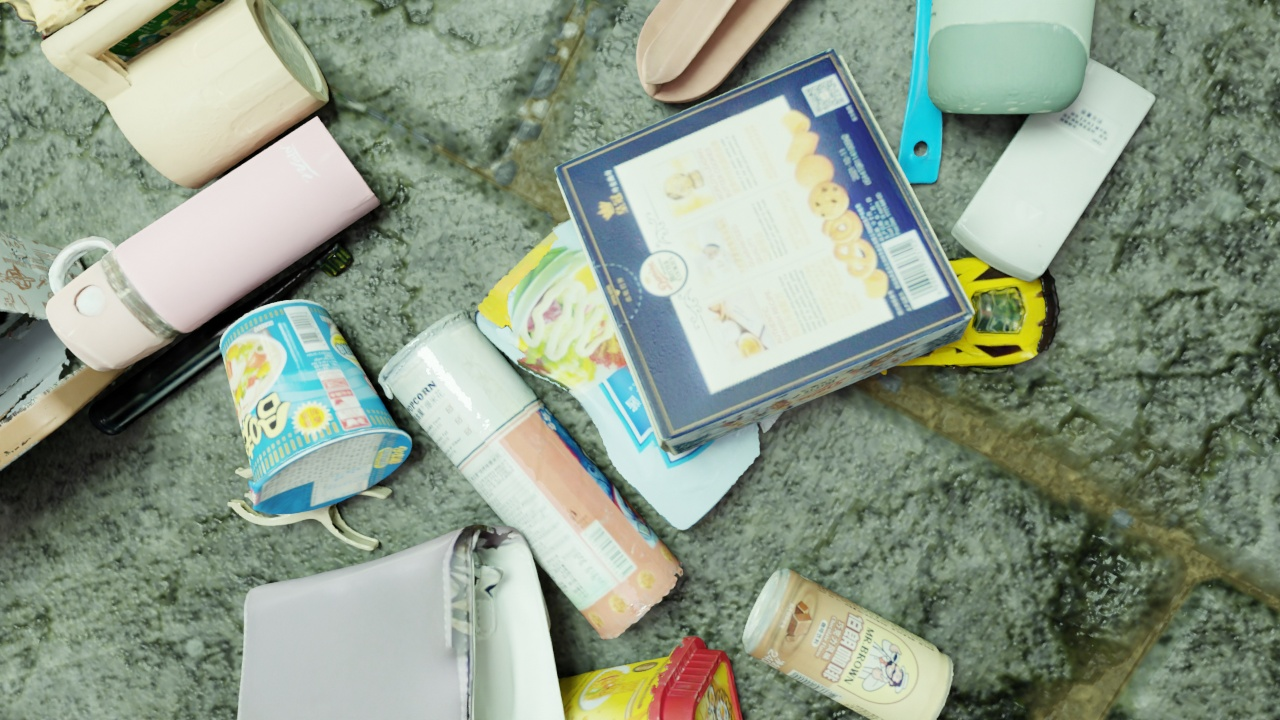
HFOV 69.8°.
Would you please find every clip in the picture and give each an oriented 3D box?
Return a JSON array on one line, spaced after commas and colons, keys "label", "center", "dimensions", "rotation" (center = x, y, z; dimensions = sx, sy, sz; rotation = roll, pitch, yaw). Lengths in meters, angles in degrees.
[{"label": "clip", "center": [-0.219, 0.085, 0.615], "dimensions": [0.103, 0.034, 0.076], "rotation": [5, 95, 2]}]

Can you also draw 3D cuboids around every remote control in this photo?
[{"label": "remote control", "center": [0.237, -0.111, 0.529], "dimensions": [0.056, 0.019, 0.135], "rotation": [34, 82, 9]}]

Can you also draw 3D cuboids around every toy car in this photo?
[{"label": "toy car", "center": [0.166, -0.027, 0.552], "dimensions": [0.156, 0.041, 0.071], "rotation": [-1, 94, 9]}]

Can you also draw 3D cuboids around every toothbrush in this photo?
[{"label": "toothbrush", "center": [-0.283, -0.016, 0.619], "dimensions": [0.213, 0.026, 0.027], "rotation": [-33, 124, 7]}]

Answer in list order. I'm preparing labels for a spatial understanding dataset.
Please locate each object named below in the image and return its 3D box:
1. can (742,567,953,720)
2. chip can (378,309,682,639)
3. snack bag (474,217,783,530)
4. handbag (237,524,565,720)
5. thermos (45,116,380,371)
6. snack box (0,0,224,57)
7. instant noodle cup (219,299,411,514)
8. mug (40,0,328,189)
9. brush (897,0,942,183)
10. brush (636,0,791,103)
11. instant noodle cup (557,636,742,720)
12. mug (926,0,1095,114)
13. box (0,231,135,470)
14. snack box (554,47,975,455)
[{"label": "can", "center": [0.125, 0.179, 0.564], "dimensions": [0.116, 0.058, 0.058], "rotation": [27, 97, 5]}, {"label": "chip can", "center": [-0.067, 0.071, 0.574], "dimensions": [0.071, 0.071, 0.214], "rotation": [-41, 88, 8]}, {"label": "snack bag", "center": [-0.003, 0.003, 0.572], "dimensions": [0.191, 0.039, 0.110], "rotation": [44, 71, 4]}, {"label": "handbag", "center": [-0.147, 0.189, 0.551], "dimensions": [0.197, 0.098, 0.144], "rotation": [-21, 70, 28]}, {"label": "thermos", "center": [-0.268, -0.077, 0.570], "dimensions": [0.198, 0.067, 0.087], "rotation": [-35, 77, -5]}, {"label": "snack box", "center": [-0.320, -0.254, 0.564], "dimensions": [0.118, 0.105, 0.117], "rotation": [-25, 87, 7]}, {"label": "instant noodle cup", "center": [-0.210, 0.024, 0.573], "dimensions": [0.099, 0.099, 0.110], "rotation": [-32, 71, 8]}, {"label": "mug", "center": [-0.269, -0.177, 0.558], "dimensions": [0.103, 0.124, 0.084], "rotation": [-29, 61, 7]}, {"label": "brush", "center": [0.167, -0.233, 0.536], "dimensions": [0.083, 0.046, 0.255], "rotation": [-1, 99, -2]}, {"label": "brush", "center": [0.051, -0.214, 0.537], "dimensions": [0.063, 0.073, 0.146], "rotation": [41, 100, 2]}, {"label": "instant noodle cup", "center": [-0.007, 0.243, 0.566], "dimensions": [0.124, 0.115, 0.116], "rotation": [-11, 93, 20]}, {"label": "mug", "center": [0.206, -0.192, 0.504], "dimensions": [0.082, 0.111, 0.106], "rotation": [8, 110, 30]}, {"label": "box", "center": [-0.426, 0.033, 0.582], "dimensions": [0.182, 0.148, 0.158], "rotation": [-38, 74, 8]}, {"label": "snack box", "center": [0.065, -0.063, 0.528], "dimensions": [0.182, 0.046, 0.177], "rotation": [-22, 74, 4]}]
